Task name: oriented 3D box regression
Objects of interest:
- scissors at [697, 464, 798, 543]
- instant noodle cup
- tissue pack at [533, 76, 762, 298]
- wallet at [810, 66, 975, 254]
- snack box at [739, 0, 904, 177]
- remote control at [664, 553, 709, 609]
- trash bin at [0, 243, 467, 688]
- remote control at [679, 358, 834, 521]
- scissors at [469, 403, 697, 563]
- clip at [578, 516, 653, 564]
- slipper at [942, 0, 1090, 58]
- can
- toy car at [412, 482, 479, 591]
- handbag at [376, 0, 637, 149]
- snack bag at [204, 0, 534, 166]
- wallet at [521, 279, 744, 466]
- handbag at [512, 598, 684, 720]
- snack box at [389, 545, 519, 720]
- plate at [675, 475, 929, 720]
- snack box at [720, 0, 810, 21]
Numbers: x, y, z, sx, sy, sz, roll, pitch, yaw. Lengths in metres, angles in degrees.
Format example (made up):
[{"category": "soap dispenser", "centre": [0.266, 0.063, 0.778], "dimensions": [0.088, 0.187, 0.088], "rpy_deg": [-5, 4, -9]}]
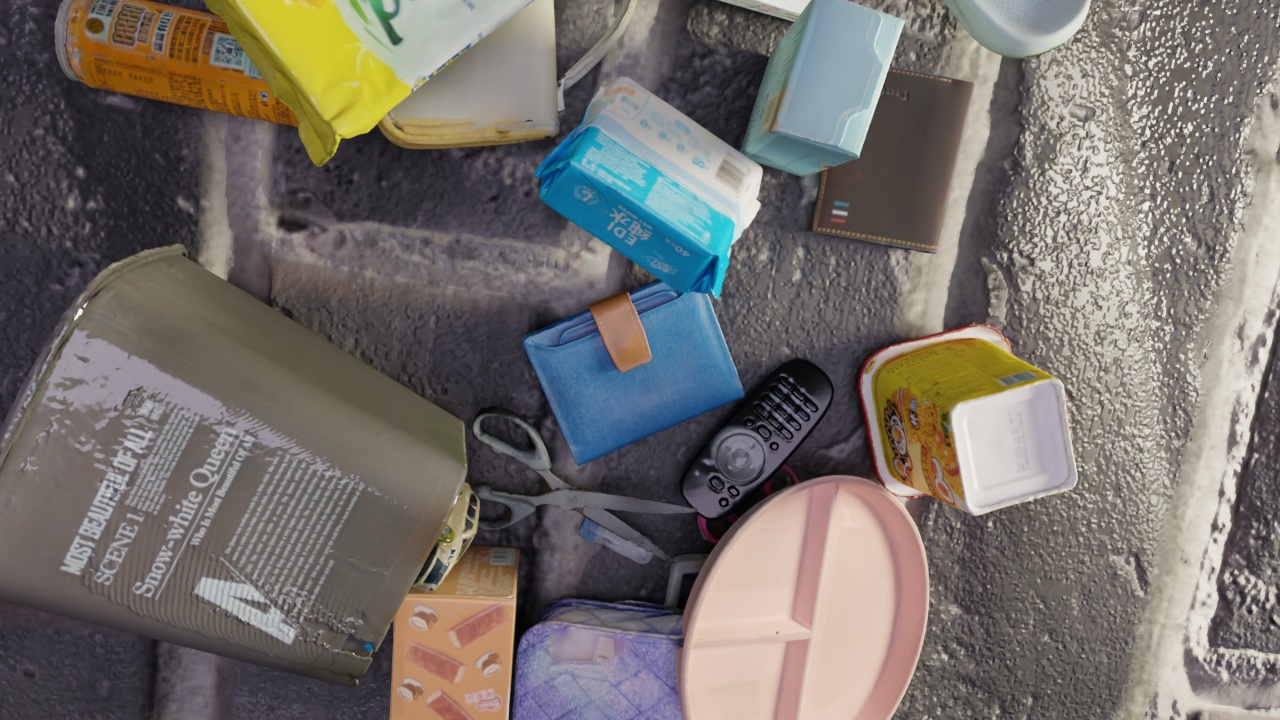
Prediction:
[{"category": "scissors", "centre": [0.107, 0.136, 0.676], "dimensions": [0.136, 0.017, 0.105], "rpy_deg": [43, 78, -8]}, {"category": "instant noodle cup", "centre": [0.224, 0.044, 0.624], "dimensions": [0.116, 0.123, 0.116], "rpy_deg": [-15, 101, -4]}, {"category": "tissue pack", "centre": [0.008, -0.110, 0.595], "dimensions": [0.140, 0.063, 0.089], "rpy_deg": [32, 59, -9]}, {"category": "wallet", "centre": [0.175, -0.142, 0.643], "dimensions": [0.096, 0.020, 0.122], "rpy_deg": [9, 96, -7]}, {"category": "snack box", "centre": [0.102, -0.158, 0.553], "dimensions": [0.051, 0.174, 0.074], "rpy_deg": [18, 98, -3]}, {"category": "remote control", "centre": [0.041, 0.219, 0.688], "dimensions": [0.058, 0.021, 0.150], "rpy_deg": [8, 99, -7]}, {"category": "trash bin", "centre": [-0.238, 0.070, 0.554], "dimensions": [0.219, 0.198, 0.199], "rpy_deg": [28, 95, -15]}, {"category": "remote control", "centre": [0.083, 0.056, 0.658], "dimensions": [0.053, 0.024, 0.136], "rpy_deg": [43, 86, 4]}, {"category": "scissors", "centre": [-0.055, 0.094, 0.645], "dimensions": [0.174, 0.014, 0.159], "rpy_deg": [-23, 107, 12]}, {"category": "clip", "centre": [-0.017, 0.129, 0.668], "dimensions": [0.057, 0.029, 0.024], "rpy_deg": [29, 94, -3]}, {"category": "slipper", "centre": [0.203, -0.305, 0.569], "dimensions": [0.104, 0.074, 0.245], "rpy_deg": [-27, 86, -1]}, {"category": "can", "centre": [-0.273, -0.186, 0.569], "dimensions": [0.146, 0.058, 0.058], "rpy_deg": [10, 98, -7]}, {"category": "toy car", "centre": [-0.129, 0.115, 0.603], "dimensions": [0.035, 0.090, 0.042], "rpy_deg": [28, 110, -14]}, {"category": "handbag", "centre": [-0.086, -0.220, 0.585], "dimensions": [0.178, 0.063, 0.163], "rpy_deg": [-5, 99, -13]}, {"category": "snack bag", "centre": [-0.132, -0.244, 0.502], "dimensions": [0.246, 0.068, 0.158], "rpy_deg": [-41, 107, -10]}, {"category": "wallet", "centre": [-0.004, 0.004, 0.640], "dimensions": [0.133, 0.040, 0.106], "rpy_deg": [-22, 105, -2]}, {"category": "handbag", "centre": [-0.021, 0.268, 0.655], "dimensions": [0.134, 0.075, 0.194], "rpy_deg": [6, 99, 10]}, {"category": "snack box", "centre": [-0.125, 0.187, 0.629], "dimensions": [0.077, 0.092, 0.094], "rpy_deg": [3, 99, -6]}, {"category": "plate", "centre": [0.117, 0.191, 0.645], "dimensions": [0.229, 0.028, 0.229], "rpy_deg": [-5, 100, -32]}, {"category": "snack box", "centre": [0.071, -0.265, 0.569], "dimensions": [0.156, 0.027, 0.085], "rpy_deg": [-1, 102, -36]}]
